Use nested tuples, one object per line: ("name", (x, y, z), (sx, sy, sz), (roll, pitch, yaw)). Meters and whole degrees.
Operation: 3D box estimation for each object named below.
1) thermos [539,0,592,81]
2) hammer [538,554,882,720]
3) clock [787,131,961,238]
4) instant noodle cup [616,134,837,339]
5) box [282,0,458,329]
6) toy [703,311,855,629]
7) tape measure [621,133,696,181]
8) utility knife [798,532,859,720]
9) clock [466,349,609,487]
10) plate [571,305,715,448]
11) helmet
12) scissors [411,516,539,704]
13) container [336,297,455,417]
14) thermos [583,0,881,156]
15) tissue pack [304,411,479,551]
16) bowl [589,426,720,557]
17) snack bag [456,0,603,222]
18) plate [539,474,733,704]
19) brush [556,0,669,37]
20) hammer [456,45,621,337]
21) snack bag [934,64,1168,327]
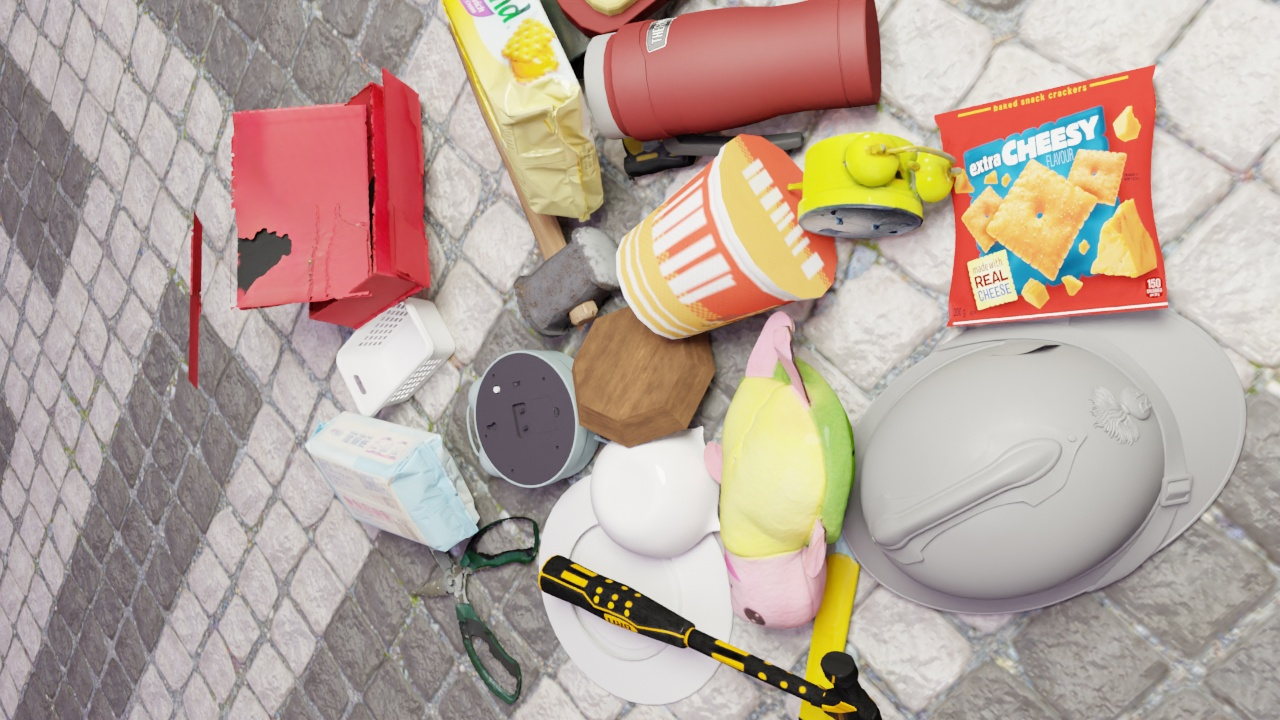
("thermos", (-0.063, -0.347, 0.751), (0.098, 0.098, 0.220), (-21, 85, 34))
("hammer", (0.040, 0.219, 0.721), (0.321, 0.036, 0.123), (12, 137, 40))
("clock", (0.155, -0.116, 0.609), (0.119, 0.083, 0.057), (-10, 75, 62))
("instant noodle cup", (0.057, -0.080, 0.676), (0.121, 0.123, 0.123), (-26, 79, 41))
("box", (-0.224, -0.205, 0.746), (0.479, 0.171, 0.214), (115, 150, -70))
("toy", (0.100, 0.086, 0.652), (0.190, 0.087, 0.238), (-149, 55, -64))
("tape measure", (0.013, -0.183, 0.743), (0.062, 0.034, 0.061), (-7, 88, 34))
("utility knife", (0.149, 0.178, 0.688), (0.030, 0.019, 0.225), (13, 103, 29))
("clock", (-0.103, 0.053, 0.838), (0.160, 0.045, 0.122), (-14, 86, 36))
("plate", (-0.005, 0.004, 0.745), (0.131, 0.025, 0.131), (-10, 65, 23))
("helmet", (0.222, 0.070, 0.566), (0.272, 0.117, 0.183), (-37, 73, 29))
("scissors", (-0.151, 0.221, 0.905), (0.201, 0.015, 0.205), (49, 120, 19))
("container", (-0.244, -0.008, 0.929), (0.129, 0.049, 0.080), (-41, 71, 30))
("thermos", (0.068, -0.199, 0.661), (0.199, 0.083, 0.108), (-2, 132, 23))
("tissue pack", (-0.248, 0.115, 0.909), (0.182, 0.069, 0.112), (10, 134, 38))
("bowl", (0.003, 0.106, 0.752), (0.115, 0.050, 0.114), (-4, 83, 31))
("snack bag", (-0.103, -0.237, 0.732), (0.068, 0.160, 0.247), (-23, 67, -3))
("plate", (-0.014, 0.200, 0.805), (0.209, 0.015, 0.208), (3, 96, 35))
("brush", (0.010, -0.317, 0.682), (0.173, 0.042, 0.082), (-37, 90, 5))
("hammer", (-0.111, -0.178, 0.827), (0.098, 0.052, 0.328), (-35, 71, 32))
("snack bag", (0.254, -0.098, 0.576), (0.131, 0.039, 0.144), (-4, 85, 37))
